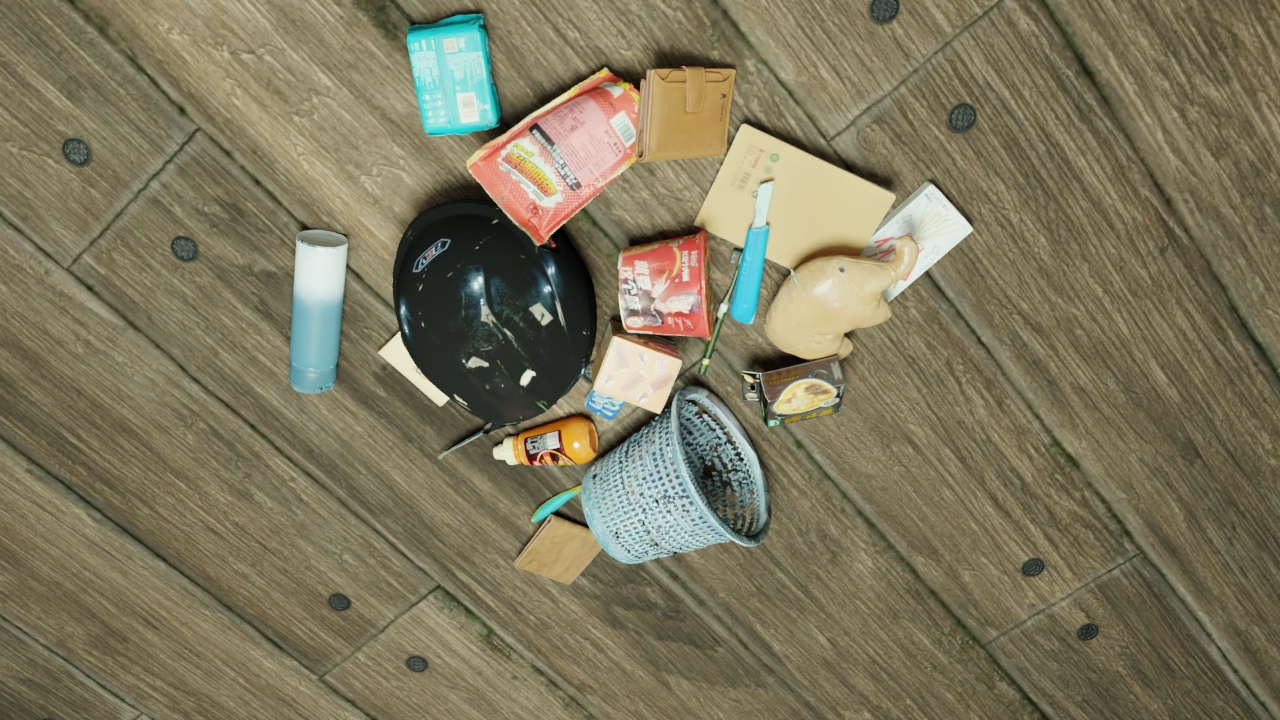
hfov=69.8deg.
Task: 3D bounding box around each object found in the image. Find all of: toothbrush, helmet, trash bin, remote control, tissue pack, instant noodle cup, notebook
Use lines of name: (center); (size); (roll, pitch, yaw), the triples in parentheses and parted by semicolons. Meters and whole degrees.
toothbrush: (0.105, -0.063, 1.227); (0.017, 0.012, 0.186); (16, 114, -1)
helmet: (-0.175, -0.056, 1.112); (0.234, 0.230, 0.274); (-36, 121, 13)
trash bin: (0.036, 0.173, 1.243); (0.195, 0.226, 0.226); (-28, 112, 26)
remote control: (-0.027, 0.022, 1.260); (0.049, 0.024, 0.125); (31, 107, -13)
tissue pack: (-0.220, -0.335, 1.082); (0.093, 0.050, 0.134); (-5, 114, 4)
instant noodle cup: (0.033, -0.091, 1.153); (0.109, 0.137, 0.138); (-3, 115, 8)
notebook: (0.189, -0.188, 1.145); (0.207, 0.008, 0.148); (24, 123, -3)

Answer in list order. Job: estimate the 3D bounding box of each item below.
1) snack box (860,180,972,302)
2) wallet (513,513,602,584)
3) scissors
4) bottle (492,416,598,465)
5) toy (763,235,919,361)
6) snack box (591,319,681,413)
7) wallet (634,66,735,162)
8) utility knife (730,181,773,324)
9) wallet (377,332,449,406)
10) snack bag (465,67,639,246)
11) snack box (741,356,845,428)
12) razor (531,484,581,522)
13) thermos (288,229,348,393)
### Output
snack box: (0.337, -0.146, 1.179); (0.084, 0.026, 0.157); (42, 108, -16)
wallet: (-0.119, 0.285, 1.375); (0.101, 0.020, 0.115); (25, 116, -25)
scissors: (-0.186, 0.085, 1.279); (0.235, 0.160, 0.021); (-27, 93, 49)
bottle: (-0.137, 0.120, 1.289); (0.150, 0.066, 0.067); (-10, 114, 13)
toy: (0.246, -0.079, 1.145); (0.143, 0.082, 0.227); (16, 141, -20)
snack box: (-0.007, 0.007, 1.192); (0.094, 0.092, 0.077); (20, 103, -10)
wallet: (0.053, -0.289, 1.075); (0.131, 0.031, 0.108); (-14, 121, -38)
utility knife: (0.145, -0.135, 1.171); (0.034, 0.018, 0.204); (8, 126, 2)
wallet: (-0.287, 0.000, 1.253); (0.087, 0.024, 0.115); (-41, 107, 16)
snack bag: (-0.083, -0.241, 1.063); (0.207, 0.073, 0.128); (-41, 94, -11)
snack box: (0.203, 0.043, 1.224); (0.126, 0.053, 0.113); (-14, 156, 3)
razor: (-0.104, 0.203, 1.341); (0.133, 0.028, 0.043); (-28, 134, 14)
thermos: (-0.426, -0.059, 1.204); (0.070, 0.070, 0.221); (12, 115, -5)
